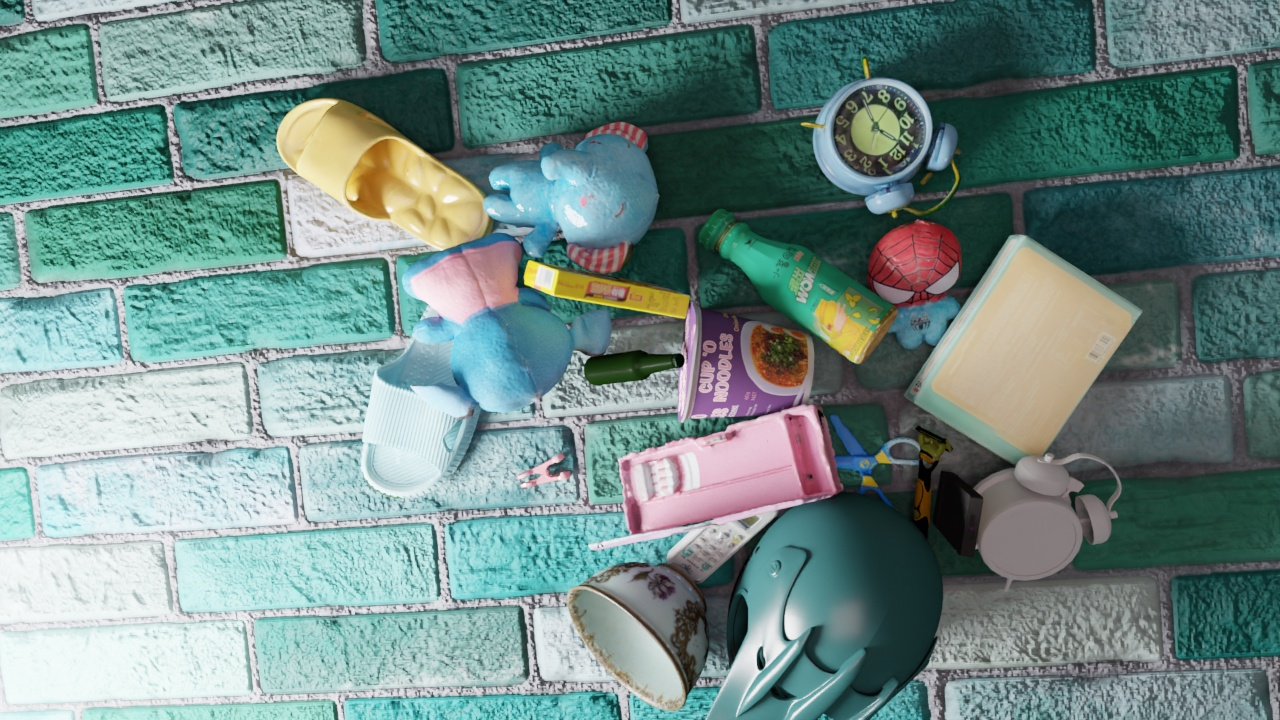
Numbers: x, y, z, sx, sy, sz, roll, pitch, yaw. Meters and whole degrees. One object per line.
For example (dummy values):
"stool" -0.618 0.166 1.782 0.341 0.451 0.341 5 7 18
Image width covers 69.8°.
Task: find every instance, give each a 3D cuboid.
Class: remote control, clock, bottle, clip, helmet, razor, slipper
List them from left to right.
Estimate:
"slipper" -0.278 -0.201 0.977 0.263 0.078 0.099 31 95 4
"slipper" -0.223 0.028 0.989 0.116 0.069 0.276 24 96 2
"clip" -0.102 0.127 1.002 0.060 0.023 0.045 -43 86 2
"bottle" -0.006 0.005 0.944 0.123 0.033 0.033 -7 93 43
"remote control" 0.085 0.180 0.964 0.050 0.022 0.134 39 112 -11
"bottle" 0.152 -0.081 0.922 0.210 0.068 0.068 37 97 16
"helmet" 0.169 0.259 0.872 0.176 0.200 0.275 33 99 -6
"clock" 0.247 -0.214 0.915 0.162 0.060 0.118 41 96 0
"razor" 0.290 0.141 0.936 0.021 0.044 0.144 -7 108 -22
"remote control" 0.307 0.147 0.891 0.013 0.133 0.058 8 95 6
"clock" 0.391 0.149 0.899 0.120 0.061 0.159 38 113 -15

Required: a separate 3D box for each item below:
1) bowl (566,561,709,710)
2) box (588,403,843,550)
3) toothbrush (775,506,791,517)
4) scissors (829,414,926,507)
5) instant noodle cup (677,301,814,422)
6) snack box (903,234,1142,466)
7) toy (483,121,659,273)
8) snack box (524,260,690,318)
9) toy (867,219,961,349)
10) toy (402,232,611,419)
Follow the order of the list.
"bowl" 0.013 0.267 0.947 0.093 0.160 0.160 -38 87 -33
"box" 0.063 0.114 0.887 0.233 0.115 0.106 -17 73 28
"toothbrush" 0.094 0.159 0.978 0.188 0.018 0.019 -4 103 8
"scissors" 0.241 0.105 0.958 0.123 0.016 0.125 -35 90 5
"instant noodle cup" 0.106 0.004 0.919 0.122 0.137 0.121 5 62 -2
"snack box" 0.377 -0.006 0.908 0.141 0.044 0.194 31 98 -5
"toy" -0.070 -0.177 0.932 0.181 0.115 0.183 7 70 4
"snack box" -0.033 -0.071 0.915 0.152 0.075 0.025 8 99 -30
"toy" 0.276 -0.074 0.920 0.092 0.062 0.133 -8 104 15
"toy" -0.139 -0.042 0.935 0.223 0.099 0.191 -23 77 -19
